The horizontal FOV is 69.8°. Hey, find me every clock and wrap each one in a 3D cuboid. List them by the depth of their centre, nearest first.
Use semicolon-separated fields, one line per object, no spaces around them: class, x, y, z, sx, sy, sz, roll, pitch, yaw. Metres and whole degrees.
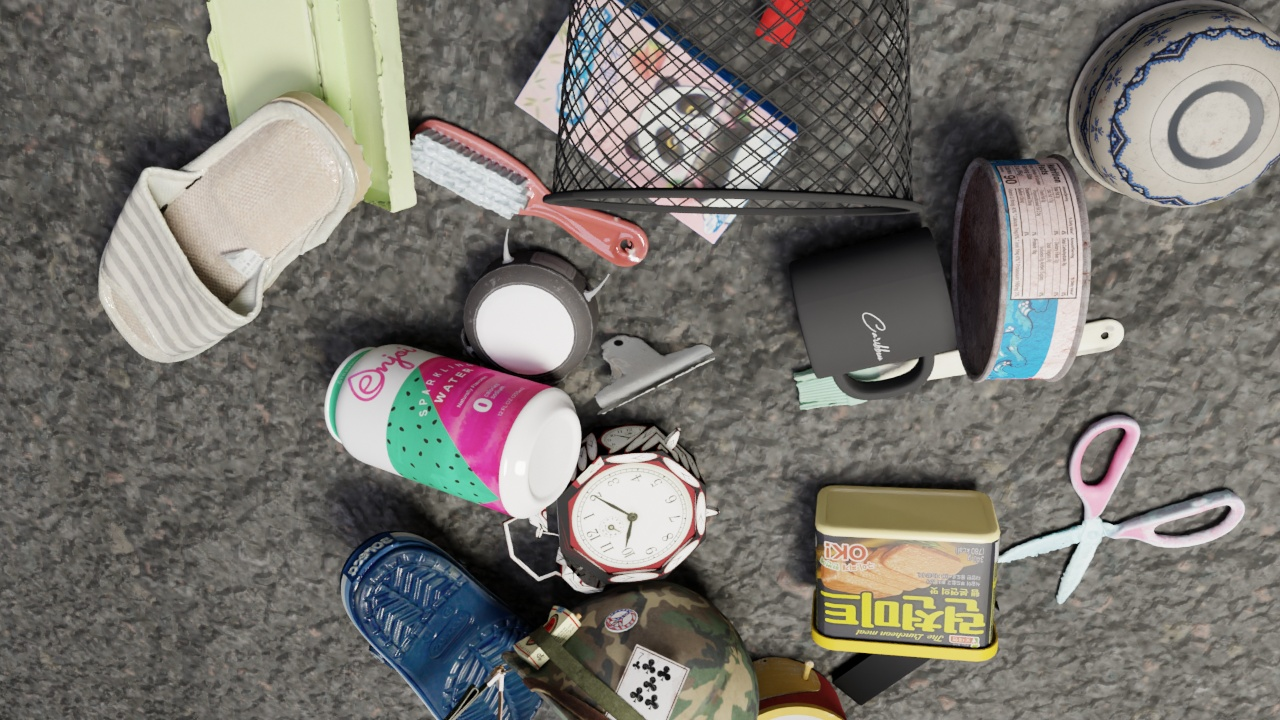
clock;-0.078;-0.024;0.635;0.091;0.043;0.123;24;118;-5
clock;-0.027;0.110;0.684;0.155;0.065;0.115;-25;113;2
clock;0.123;0.329;0.771;0.117;0.081;0.159;-13;106;2

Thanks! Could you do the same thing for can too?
can;0.216;-0.052;0.532;0.044;0.129;0.130;-1;117;8
can;-0.128;0.045;0.629;0.166;0.088;0.088;14;121;25
can;0.191;0.152;0.669;0.131;0.072;0.101;0;112;13

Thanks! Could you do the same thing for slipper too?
slipper;-0.283;-0.079;0.609;0.273;0.053;0.114;-31;98;30
slipper;-0.159;0.222;0.752;0.095;0.105;0.253;20;146;44

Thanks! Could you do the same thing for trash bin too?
trash bin;0.047;-0.180;0.445;0.184;0.184;0.210;2;97;6

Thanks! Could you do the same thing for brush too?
brush;-0.074;-0.104;0.601;0.172;0.030;0.041;26;118;-7
brush;0.215;0.002;0.629;0.218;0.012;0.033;-11;116;12

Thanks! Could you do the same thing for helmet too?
helmet;-0.023;0.274;0.673;0.236;0.224;0.192;-40;95;2

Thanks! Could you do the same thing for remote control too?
remote control;0.221;0.230;0.745;0.034;0.013;0.150;40;115;-9

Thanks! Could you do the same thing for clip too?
clip;-0.003;0.004;0.637;0.054;0.101;0.041;21;127;48

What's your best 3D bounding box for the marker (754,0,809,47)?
marker;0.105;-0.247;0.506;0.021;0.023;0.145;42;122;28

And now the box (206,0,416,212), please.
box;-0.201;-0.192;0.566;0.141;0.048;0.188;8;119;16

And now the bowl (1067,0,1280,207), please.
bowl;0.309;-0.138;0.515;0.115;0.059;0.116;3;118;6

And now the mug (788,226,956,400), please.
mug;0.151;-0.022;0.589;0.088;0.078;0.114;-13;125;14

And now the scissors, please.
scissors;0.354;0.118;0.669;0.168;0.014;0.171;9;118;3

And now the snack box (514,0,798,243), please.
snack box;0.011;-0.152;0.563;0.154;0.033;0.088;34;116;-10
